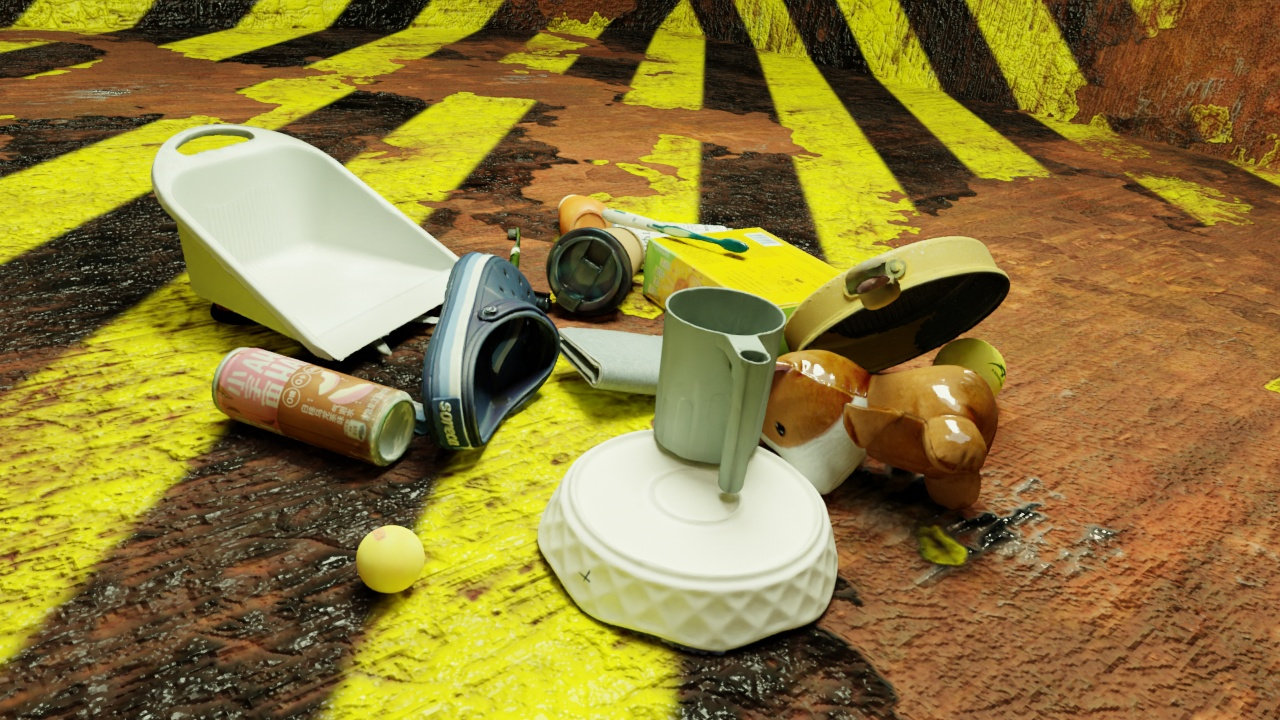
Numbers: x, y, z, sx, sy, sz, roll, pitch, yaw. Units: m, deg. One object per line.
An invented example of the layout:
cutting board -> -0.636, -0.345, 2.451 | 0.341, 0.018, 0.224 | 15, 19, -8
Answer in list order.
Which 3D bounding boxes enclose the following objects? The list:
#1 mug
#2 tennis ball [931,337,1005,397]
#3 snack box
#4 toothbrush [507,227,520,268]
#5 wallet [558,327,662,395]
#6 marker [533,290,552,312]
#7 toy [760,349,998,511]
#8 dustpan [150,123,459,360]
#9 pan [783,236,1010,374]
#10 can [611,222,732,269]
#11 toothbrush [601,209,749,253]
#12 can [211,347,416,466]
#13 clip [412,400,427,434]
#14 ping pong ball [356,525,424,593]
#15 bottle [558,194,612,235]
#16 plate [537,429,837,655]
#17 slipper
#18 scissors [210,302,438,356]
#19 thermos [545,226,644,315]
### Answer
mug -> 0.056, 0.019, 0.636 | 0.083, 0.103, 0.123 | 2, 27, -11
tennis ball -> 0.306, 0.011, 0.856 | 0.065, 0.066, 0.065 | 5, 26, -3
snack box -> 0.120, -0.073, 0.978 | 0.157, 0.070, 0.210 | -10, 31, -29
toothbrush -> -0.151, -0.123, 1.085 | 0.017, 0.012, 0.185 | -2, 27, -5
wallet -> -0.005, 0.005, 0.823 | 0.129, 0.037, 0.106 | 7, 19, -33
marker -> -0.153, -0.077, 0.979 | 0.131, 0.022, 0.018 | 18, 2, 20
toy -> 0.165, 0.052, 0.705 | 0.200, 0.140, 0.130 | 18, 70, 26
dustpan -> -0.320, -0.133, 0.871 | 0.258, 0.143, 0.222 | 15, 29, 21
pan -> 0.197, -0.043, 0.733 | 0.198, 0.078, 0.357 | -26, -22, 16
can -> 0.037, -0.136, 1.099 | 0.146, 0.058, 0.058 | 3, 26, -8
toothbrush -> 0.035, -0.143, 1.005 | 0.192, 0.016, 0.018 | 19, 17, 31
can -> -0.245, 0.034, 0.690 | 0.147, 0.058, 0.057 | 15, 27, 16
clip -> -0.189, 0.040, 0.736 | 0.058, 0.036, 0.025 | 18, 31, 22
ping pong ball -> -0.151, 0.120, 0.555 | 0.040, 0.040, 0.040 | 5, 26, -3
bottle -> -0.078, -0.183, 1.173 | 0.066, 0.067, 0.149 | 0, 19, -14
plate -> 0.036, 0.107, 0.621 | 0.205, 0.046, 0.204 | 5, 25, -3
slipper -> -0.117, -0.018, 0.768 | 0.095, 0.105, 0.252 | 0, 28, 4
scissors -> -0.300, -0.049, 0.889 | 0.232, 0.022, 0.220 | -4, 29, -18
thermos -> -0.042, -0.105, 0.995 | 0.093, 0.093, 0.143 | 12, 18, 11
